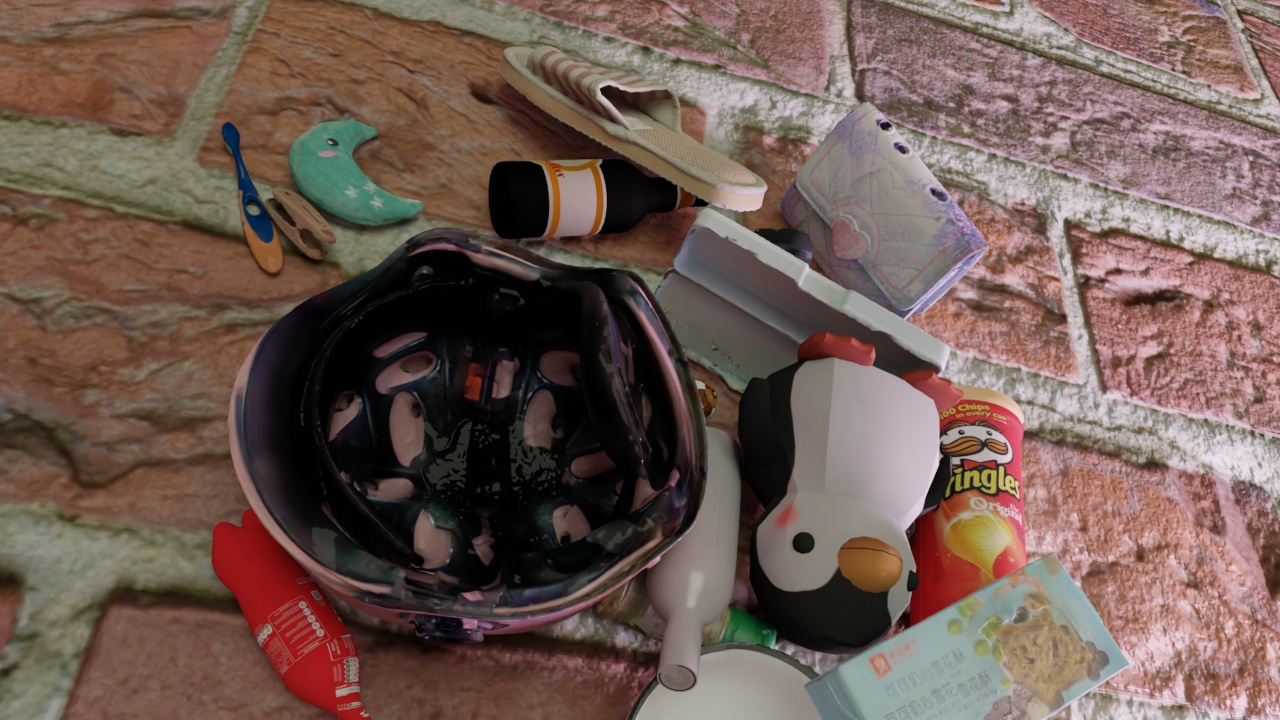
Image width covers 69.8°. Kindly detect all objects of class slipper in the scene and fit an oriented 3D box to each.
[{"bbox_3d":[-0.007,-0.202,0.750,0.263,0.052,0.114,36,28,21],"label":"slipper"}]

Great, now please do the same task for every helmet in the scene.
[{"bbox_3d":[-0.097,0.051,0.536,0.255,0.153,0.229,-6,64,-22],"label":"helmet"}]

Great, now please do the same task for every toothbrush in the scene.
[{"bbox_3d":[-0.281,-0.116,0.662,0.021,0.017,0.135,-16,68,-24],"label":"toothbrush"}]

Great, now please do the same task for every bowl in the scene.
[{"bbox_3d":[0.051,0.244,0.516,0.153,0.073,0.153,9,56,-14],"label":"bowl"}]

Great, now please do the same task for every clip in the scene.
[{"bbox_3d":[-0.240,-0.100,0.652,0.025,0.050,0.061,-13,93,-65],"label":"clip"}]

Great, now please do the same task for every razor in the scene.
[{"bbox_3d":[0.122,-0.047,0.734,0.053,0.064,0.140,1,62,-18],"label":"razor"}]

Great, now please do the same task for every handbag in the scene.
[{"bbox_3d":[0.198,-0.116,0.767,0.069,0.127,0.158,-25,71,-29],"label":"handbag"}]

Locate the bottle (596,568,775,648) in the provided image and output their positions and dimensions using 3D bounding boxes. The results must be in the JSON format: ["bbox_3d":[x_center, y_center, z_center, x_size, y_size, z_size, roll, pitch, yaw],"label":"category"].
[{"bbox_3d":[0.028,0.164,0.579,0.111,0.043,0.043,25,54,-3],"label":"bottle"}]

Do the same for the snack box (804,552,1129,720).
[{"bbox_3d":[0.186,0.179,0.523,0.174,0.053,0.075,-18,65,-24],"label":"snack box"}]

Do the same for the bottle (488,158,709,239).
[{"bbox_3d":[-0.027,-0.131,0.736,0.181,0.059,0.059,-7,62,-24],"label":"bottle"}]

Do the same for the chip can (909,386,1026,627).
[{"bbox_3d":[0.231,0.129,0.649,0.087,0.087,0.212,18,55,-9],"label":"chip can"}]

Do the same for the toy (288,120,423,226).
[{"bbox_3d":[-0.220,-0.144,0.691,0.084,0.033,0.105,-13,63,-39],"label":"toy"}]

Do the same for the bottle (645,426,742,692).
[{"bbox_3d":[0.032,0.116,0.560,0.052,0.053,0.194,23,31,-5],"label":"bottle"}]

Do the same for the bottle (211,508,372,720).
[{"bbox_3d":[-0.191,0.147,0.509,0.041,0.042,0.141,-30,73,-33],"label":"bottle"}]

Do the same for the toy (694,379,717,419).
[{"bbox_3d":[-0.004,0.004,0.656,0.087,0.067,0.112,-15,76,-55],"label":"toy"}]

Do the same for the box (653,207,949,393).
[{"bbox_3d":[0.106,-0.020,0.666,0.197,0.136,0.044,30,52,0],"label":"box"}]

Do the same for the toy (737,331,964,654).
[{"bbox_3d":[0.122,0.100,0.604,0.159,0.140,0.183,22,60,-16],"label":"toy"}]
